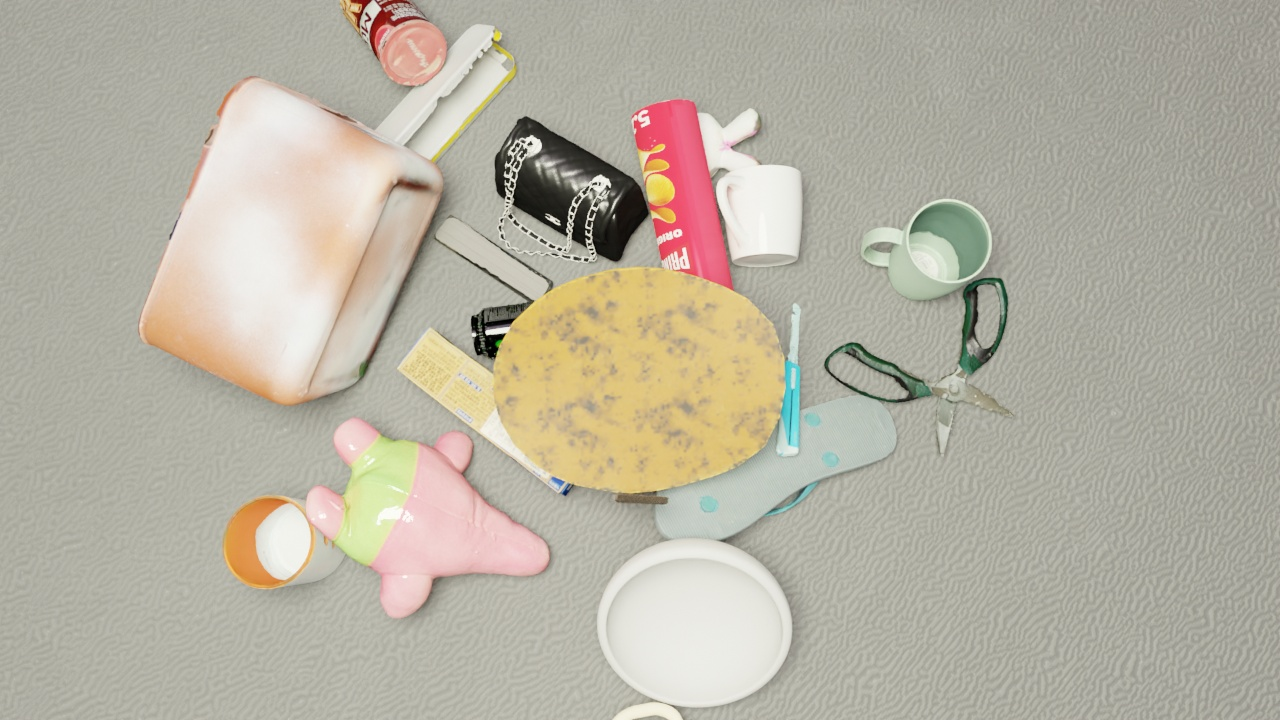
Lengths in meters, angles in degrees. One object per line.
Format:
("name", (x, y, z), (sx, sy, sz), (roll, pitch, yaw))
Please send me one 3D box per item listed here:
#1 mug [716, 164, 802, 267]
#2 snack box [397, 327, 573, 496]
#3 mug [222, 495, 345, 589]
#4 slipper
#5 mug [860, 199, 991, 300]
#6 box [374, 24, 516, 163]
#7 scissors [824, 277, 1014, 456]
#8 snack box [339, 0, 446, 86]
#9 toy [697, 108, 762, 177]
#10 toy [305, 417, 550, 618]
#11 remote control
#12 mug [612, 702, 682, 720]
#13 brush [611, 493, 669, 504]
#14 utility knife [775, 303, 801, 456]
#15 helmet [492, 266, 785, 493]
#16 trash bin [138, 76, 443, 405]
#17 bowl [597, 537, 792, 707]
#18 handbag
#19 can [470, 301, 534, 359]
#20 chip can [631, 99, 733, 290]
("mug", (0.115, -0.146, 0.927), (0.081, 0.114, 0.087), (-6, 82, 42))
("snack box", (-0.141, 0.052, 0.913), (0.207, 0.057, 0.056), (37, 82, 6))
("mug", (-0.330, 0.170, 0.863), (0.082, 0.105, 0.082), (0, 79, 0))
("slipper", (0.127, 0.102, 0.912), (0.268, 0.055, 0.098), (-22, 75, -16))
("mug", (0.277, -0.107, 0.919), (0.111, 0.104, 0.084), (12, 79, 2))
("box", (-0.221, -0.270, 0.980), (0.067, 0.070, 0.210), (36, 81, 28))
("scissors", (0.292, -0.008, 0.938), (0.203, 0.015, 0.201), (16, 75, -1))
("snack box", (-0.262, -0.352, 0.966), (0.072, 0.072, 0.121), (-34, 60, -7))
("toy", (0.071, -0.228, 0.976), (0.123, 0.038, 0.079), (5, 92, 10))
("toy", (-0.194, 0.151, 0.872), (0.236, 0.097, 0.191), (26, 59, -16))
("remote control", (-0.154, -0.105, 0.965), (0.136, 0.013, 0.033), (33, 80, 8))
("mug", (0.022, 0.372, 0.831), (0.099, 0.096, 0.120), (-10, 67, -10))
("brush", (-0.009, 0.130, 0.852), (0.045, 0.143, 0.008), (5, 80, -8))
("utility knife", (0.149, 0.016, 0.920), (0.022, 0.015, 0.176), (12, 60, -8))
("helmet", (-0.005, 0.005, 0.856), (0.255, 0.131, 0.205), (1, 106, -5))
("trash bin", (-0.312, -0.100, 0.855), (0.157, 0.181, 0.260), (27, 98, 2))
("bowl", (0.050, 0.233, 0.855), (0.176, 0.066, 0.177), (2, 112, 4))
("handbag", (-0.082, -0.160, 0.919), (0.154, 0.125, 0.114), (34, 81, 6))
("can", (-0.100, -0.034, 0.930), (0.137, 0.054, 0.054), (-8, 79, -2))
("chip can", (0.045, -0.146, 0.928), (0.069, 0.069, 0.220), (-12, 88, -3))
